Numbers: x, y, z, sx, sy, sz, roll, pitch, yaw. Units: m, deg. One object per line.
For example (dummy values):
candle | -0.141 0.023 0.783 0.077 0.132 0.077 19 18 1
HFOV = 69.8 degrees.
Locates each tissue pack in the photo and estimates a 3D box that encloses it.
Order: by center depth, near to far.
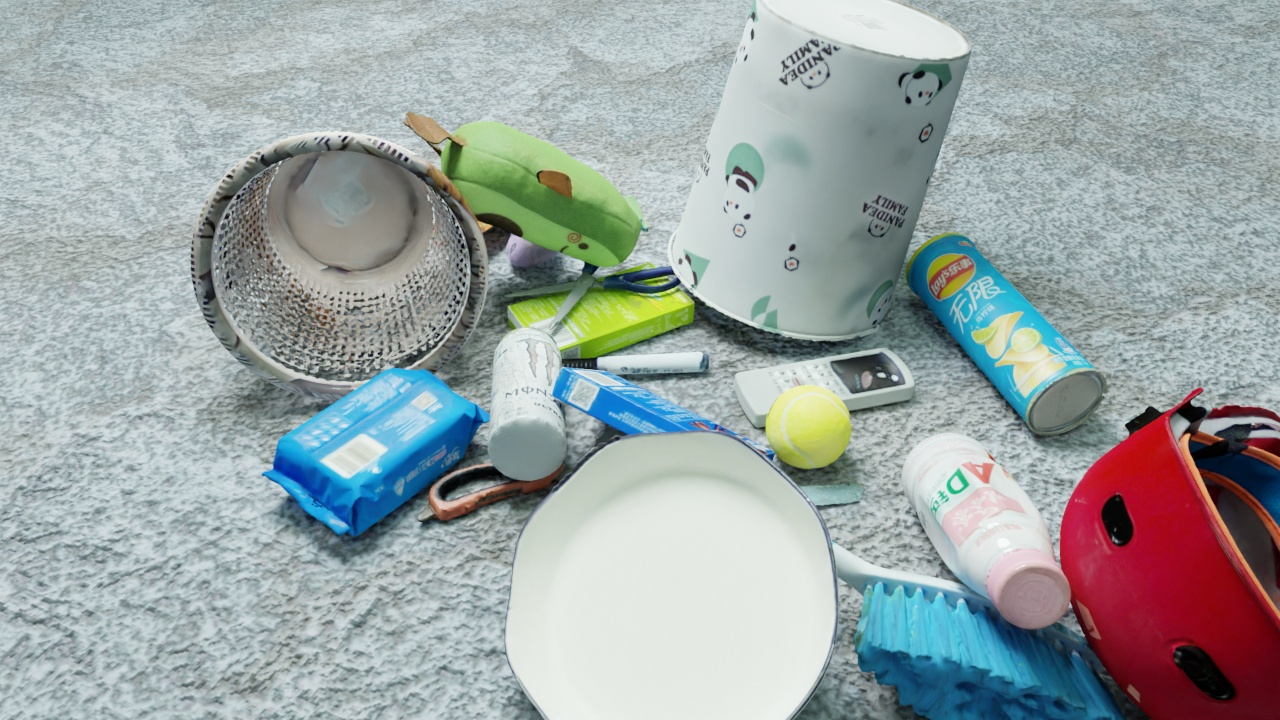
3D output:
tissue pack | -0.198 0.065 0.704 0.095 0.052 0.156 28 47 27

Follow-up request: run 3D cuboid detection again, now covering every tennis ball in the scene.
tennis ball | 0.130 0.052 0.711 0.065 0.066 0.065 0 39 0

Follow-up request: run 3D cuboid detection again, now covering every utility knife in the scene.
utility knife | 0.067 0.101 0.679 0.219 0.015 0.033 -2 45 -12

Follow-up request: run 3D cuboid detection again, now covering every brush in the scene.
brush | 0.141 0.147 0.575 0.314 0.061 0.109 20 36 6

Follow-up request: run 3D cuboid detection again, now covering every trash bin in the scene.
trash bin | -0.257 -0.106 0.809 0.227 0.228 0.192 -9 27 -11
trash bin | 0.160 -0.185 0.829 0.229 0.252 0.229 8 36 -6

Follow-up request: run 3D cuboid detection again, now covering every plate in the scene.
plate | 0.019 0.142 0.554 0.205 0.045 0.204 -10 60 17

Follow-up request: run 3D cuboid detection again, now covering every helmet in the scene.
helmet | 0.320 0.133 0.519 0.239 0.144 0.206 7 51 -38

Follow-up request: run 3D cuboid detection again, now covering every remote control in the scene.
remote control | 0.157 0.021 0.784 0.150 0.021 0.058 -10 40 -11

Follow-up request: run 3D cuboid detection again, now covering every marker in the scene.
marker | -0.005 0.005 0.806 0.130 0.023 0.018 -2 53 -6

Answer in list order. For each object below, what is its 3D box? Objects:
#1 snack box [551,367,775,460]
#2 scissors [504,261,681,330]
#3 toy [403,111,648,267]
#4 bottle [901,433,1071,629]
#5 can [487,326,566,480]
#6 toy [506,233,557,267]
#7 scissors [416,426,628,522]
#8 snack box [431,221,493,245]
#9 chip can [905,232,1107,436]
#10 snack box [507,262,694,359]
snack box | 0.018 0.048 0.694 0.157 0.026 0.084 25 7 21
scissors | -0.041 -0.079 0.871 0.162 0.012 0.175 4 39 5
toy | -0.103 -0.155 0.832 0.246 0.090 0.227 24 -2 -15
bottle | 0.218 0.106 0.586 0.068 0.068 0.196 4 14 4
can | -0.089 0.030 0.727 0.058 0.058 0.146 -4 30 -5
toy | -0.107 -0.134 0.957 0.084 0.039 0.107 -17 37 10
scissors | -0.057 0.096 0.697 0.189 0.015 0.225 11 39 14
snack box | -0.154 -0.174 0.993 0.077 0.027 0.155 -7 28 42
chip can | 0.313 -0.029 0.806 0.071 0.071 0.210 -9 40 -11
snack box | -0.037 -0.043 0.858 0.156 0.026 0.086 -21 43 -23
